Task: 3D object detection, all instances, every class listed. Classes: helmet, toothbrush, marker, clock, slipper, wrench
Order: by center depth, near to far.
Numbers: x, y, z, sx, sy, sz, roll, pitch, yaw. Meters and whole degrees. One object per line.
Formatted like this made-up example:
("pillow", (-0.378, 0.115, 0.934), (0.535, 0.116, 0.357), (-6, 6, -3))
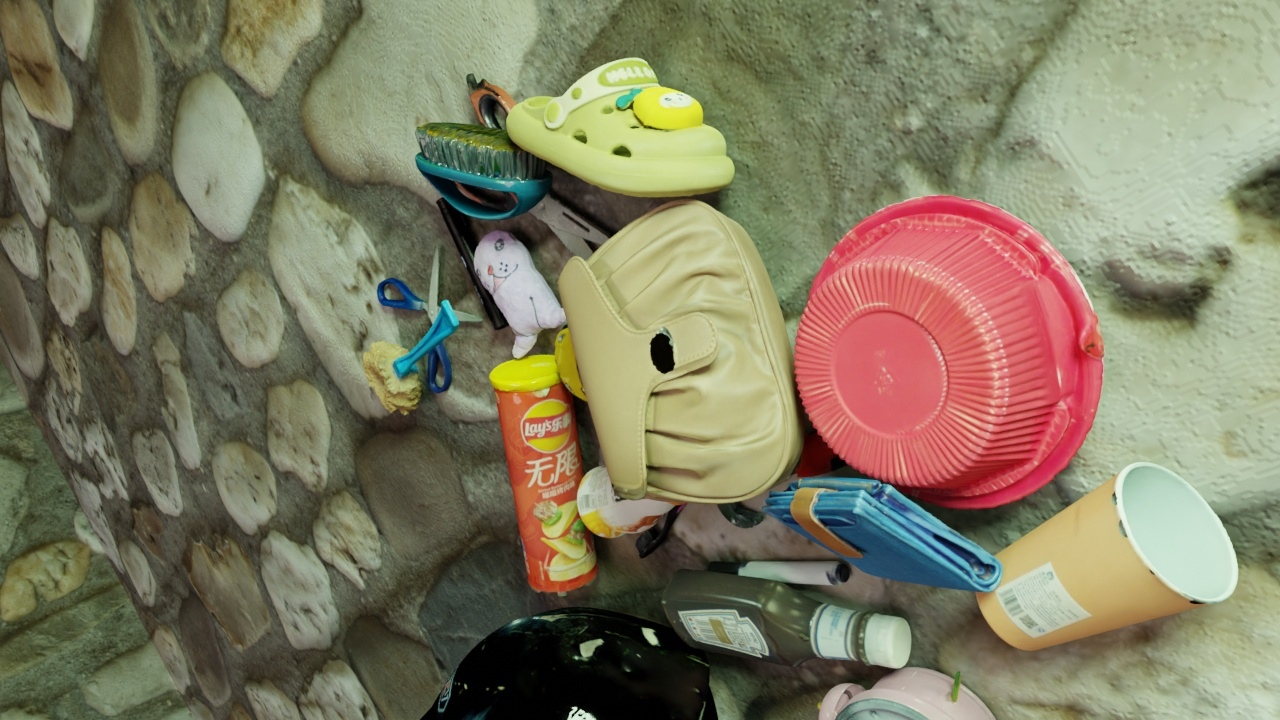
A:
("slipper", (-0.020, -0.167, 0.634), (0.191, 0.091, 0.082), (27, 124, 36))
("wrench", (0.143, 0.063, 0.638), (0.274, 0.016, 0.056), (-32, 86, 47))
("clock", (0.190, 0.286, 0.668), (0.159, 0.059, 0.117), (-35, 85, 45))
("marker", (0.105, 0.166, 0.720), (0.131, 0.022, 0.018), (-13, 61, 47))
("toothbrush", (0.036, 0.114, 0.767), (0.017, 0.014, 0.190), (57, 137, 25))
("helmet", (-0.060, 0.326, 0.792), (0.274, 0.233, 0.230), (16, 110, -6))
("marker", (-0.152, -0.091, 0.845), (0.022, 0.020, 0.132), (-25, 90, 18))

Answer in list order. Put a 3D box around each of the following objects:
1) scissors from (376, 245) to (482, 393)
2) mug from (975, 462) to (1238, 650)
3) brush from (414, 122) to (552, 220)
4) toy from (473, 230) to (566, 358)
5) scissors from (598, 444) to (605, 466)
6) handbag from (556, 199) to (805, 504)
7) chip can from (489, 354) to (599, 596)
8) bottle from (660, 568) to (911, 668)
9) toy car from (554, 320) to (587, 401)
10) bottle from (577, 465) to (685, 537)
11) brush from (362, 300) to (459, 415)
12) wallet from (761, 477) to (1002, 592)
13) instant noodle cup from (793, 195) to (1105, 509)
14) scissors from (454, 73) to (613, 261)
("scissors", (-0.213, -0.040, 0.931), (0.173, 0.012, 0.162), (11, 116, 40))
("mug", (0.254, 0.119, 0.520), (0.078, 0.078, 0.123), (52, 140, 12))
("brush", (-0.129, -0.151, 0.744), (0.144, 0.055, 0.074), (21, 121, 35))
("toy", (-0.110, -0.063, 0.802), (0.084, 0.038, 0.108), (-38, 82, 40))
("scissors", (-0.033, 0.037, 0.798), (0.136, 0.014, 0.175), (54, 138, 8))
("handbag", (0.025, -0.001, 0.619), (0.148, 0.099, 0.204), (-19, 80, 20))
("chip can", (-0.085, 0.105, 0.837), (0.073, 0.073, 0.217), (12, 118, 40))
("bottle", (0.110, 0.204, 0.710), (0.195, 0.043, 0.080), (-3, 127, 40))
("toy car", (-0.004, 0.004, 0.717), (0.156, 0.041, 0.071), (4, 112, 28))
("bottle", (-0.004, 0.112, 0.767), (0.109, 0.063, 0.063), (-24, 91, 47))
("brush", (-0.224, -0.006, 0.909), (0.255, 0.045, 0.083), (-31, 84, 55))
("wallet", (0.147, 0.111, 0.584), (0.106, 0.040, 0.133), (33, 163, -10))
("instant noodle cup", (0.160, 0.003, 0.541), (0.194, 0.065, 0.194), (17, 114, 43))
("scissors", (-0.094, -0.149, 0.764), (0.196, 0.015, 0.215), (-4, 106, 44))
